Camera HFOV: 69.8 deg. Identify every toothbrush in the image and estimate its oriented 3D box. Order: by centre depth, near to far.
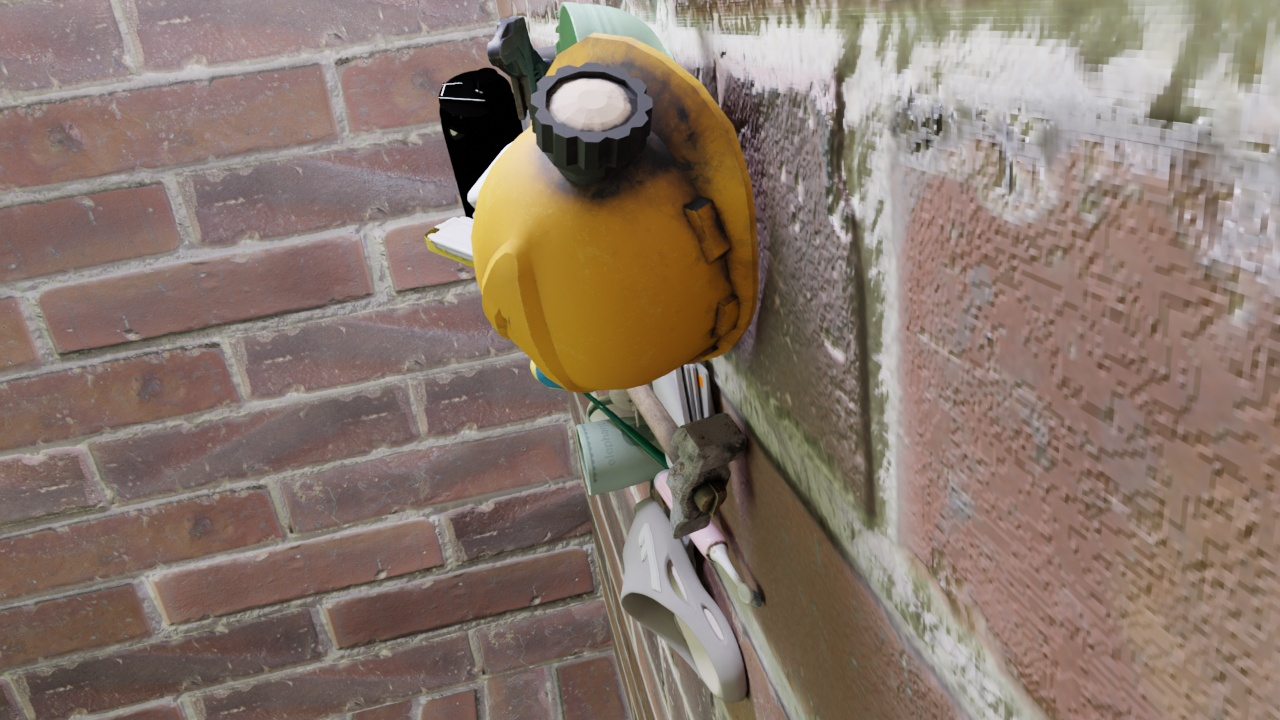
[{"bbox_3d":[0.058,0.158,0.833,0.027,0.026,0.222,-57,25,8],"label":"toothbrush"},{"bbox_3d":[-0.018,0.067,1.005,0.190,0.017,0.016,40,-179,22],"label":"toothbrush"}]

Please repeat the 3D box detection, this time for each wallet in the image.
[{"bbox_3d":[0.043,0.045,0.798,0.115,0.037,0.118,177,82,-77],"label":"wallet"}]

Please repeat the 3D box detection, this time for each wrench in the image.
[{"bbox_3d":[-0.065,-0.235,0.783,0.272,0.022,0.073,-23,-67,-70],"label":"wrench"},{"bbox_3d":[0.050,0.162,0.986,0.274,0.018,0.086,96,161,-61],"label":"wrench"}]

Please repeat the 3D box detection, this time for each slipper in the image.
[{"bbox_3d":[0.025,0.256,0.976,0.265,0.080,0.113,-123,18,-47],"label":"slipper"}]

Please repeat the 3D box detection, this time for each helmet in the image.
[{"bbox_3d":[-0.039,-0.064,0.597,0.205,0.131,0.256,39,151,21],"label":"helmet"}]

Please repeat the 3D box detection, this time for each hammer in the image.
[{"bbox_3d":[-0.017,0.005,0.792,0.318,0.048,0.122,55,149,34],"label":"hammer"}]

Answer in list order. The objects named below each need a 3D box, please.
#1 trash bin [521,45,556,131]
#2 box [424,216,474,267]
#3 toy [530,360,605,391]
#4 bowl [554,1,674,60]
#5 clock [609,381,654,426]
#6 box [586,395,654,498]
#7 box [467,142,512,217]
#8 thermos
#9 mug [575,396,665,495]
[{"bbox_3d":[-0.079,-0.234,1.046,0.220,0.097,0.192,-156,55,-82],"label":"trash bin"},{"bbox_3d":[-0.133,-0.111,1.008,0.117,0.210,0.057,13,-83,-56],"label":"box"},{"bbox_3d":[-0.087,-0.046,1.182,0.083,0.149,0.214,-92,1,-51],"label":"toy"},{"bbox_3d":[-0.013,-0.195,0.692,0.151,0.077,0.151,168,91,-82],"label":"bowl"},{"bbox_3d":[-0.007,0.006,1.009,0.103,0.061,0.156,84,179,-51],"label":"clock"},{"bbox_3d":[-0.021,0.127,1.230,0.084,0.092,0.165,104,162,-64],"label":"box"},{"bbox_3d":[-0.058,-0.142,0.871,0.215,0.106,0.127,4,140,47],"label":"box"},{"bbox_3d":[-0.171,-0.236,1.027,0.199,0.086,0.086,86,169,-54],"label":"thermos"},{"bbox_3d":[-0.019,0.090,1.051,0.084,0.104,0.111,91,165,-58],"label":"mug"}]
